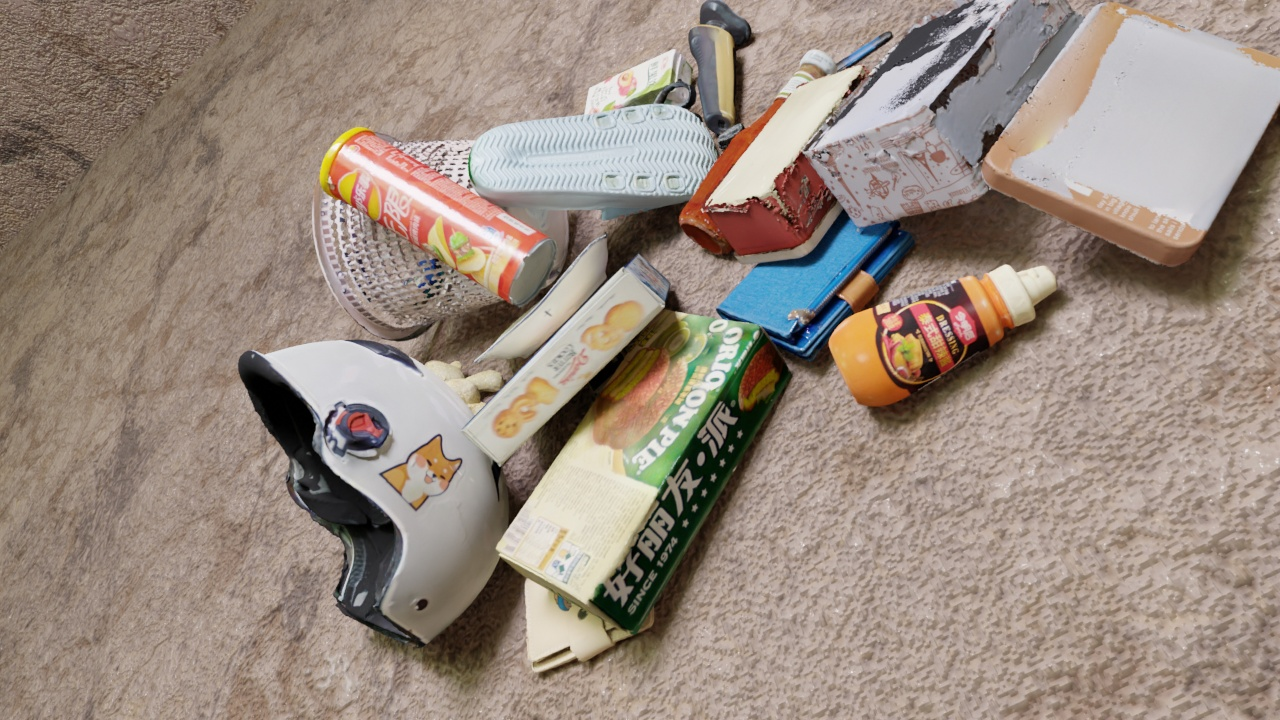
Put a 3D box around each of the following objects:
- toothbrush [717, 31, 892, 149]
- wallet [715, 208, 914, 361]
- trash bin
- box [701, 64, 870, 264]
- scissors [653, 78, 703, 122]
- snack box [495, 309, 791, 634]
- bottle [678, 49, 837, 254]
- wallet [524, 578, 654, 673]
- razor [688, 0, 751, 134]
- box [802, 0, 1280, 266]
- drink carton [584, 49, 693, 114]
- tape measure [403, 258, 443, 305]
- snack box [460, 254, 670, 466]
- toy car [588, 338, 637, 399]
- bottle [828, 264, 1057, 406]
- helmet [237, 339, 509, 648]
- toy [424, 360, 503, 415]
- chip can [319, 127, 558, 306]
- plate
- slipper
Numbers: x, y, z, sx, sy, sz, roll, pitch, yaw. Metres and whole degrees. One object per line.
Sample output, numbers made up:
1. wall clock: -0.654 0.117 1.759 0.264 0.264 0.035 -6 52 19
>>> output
1. toothbrush: 0.153 -0.257 0.874 0.190 0.016 0.014 -31 51 19
2. wallet: 0.136 -0.067 0.722 0.133 0.040 0.106 -48 39 -11
3. trash bin: -0.190 -0.140 0.957 0.192 0.227 0.227 -4 56 24
4. box: 0.128 -0.165 0.742 0.091 0.079 0.168 0 47 54
5. scissors: -0.001 -0.231 0.985 0.135 0.014 0.175 50 124 25
6. snack box: 0.004 0.074 0.693 0.115 0.063 0.239 12 61 46
7. bottle: 0.111 -0.191 0.828 0.060 0.060 0.206 24 77 48
8. wallet: -0.040 0.184 0.699 0.115 0.024 0.087 -28 46 21
9. razor: 0.084 -0.301 0.948 0.067 0.062 0.167 -2 59 4
10. box: 0.262 -0.170 0.620 0.274 0.126 0.178 21 62 43
11. drink carton: -0.001 -0.291 1.014 0.123 0.045 0.053 -12 58 36
12. tape measure: -0.261 -0.095 1.109 0.058 0.025 0.054 -38 40 16
13. snack box: -0.054 -0.008 0.766 0.178 0.046 0.182 -44 5 10
14. toy car: -0.005 0.005 0.798 0.090 0.035 0.042 -39 42 8
15. bottle: 0.205 -0.023 0.617 0.150 0.067 0.066 -26 45 15
16. helmet: -0.204 0.093 0.768 0.156 0.274 0.231 -25 -4 -30
17. toy: -0.176 0.049 0.902 0.105 0.066 0.157 -25 39 -23
18. chip can: -0.180 -0.130 0.823 0.216 0.073 0.073 30 79 12
19. plate: -0.082 -0.052 0.868 0.164 0.034 0.163 -44 7 8
20. slipper: -0.041 -0.179 0.873 0.245 0.074 0.104 -7 68 -16
